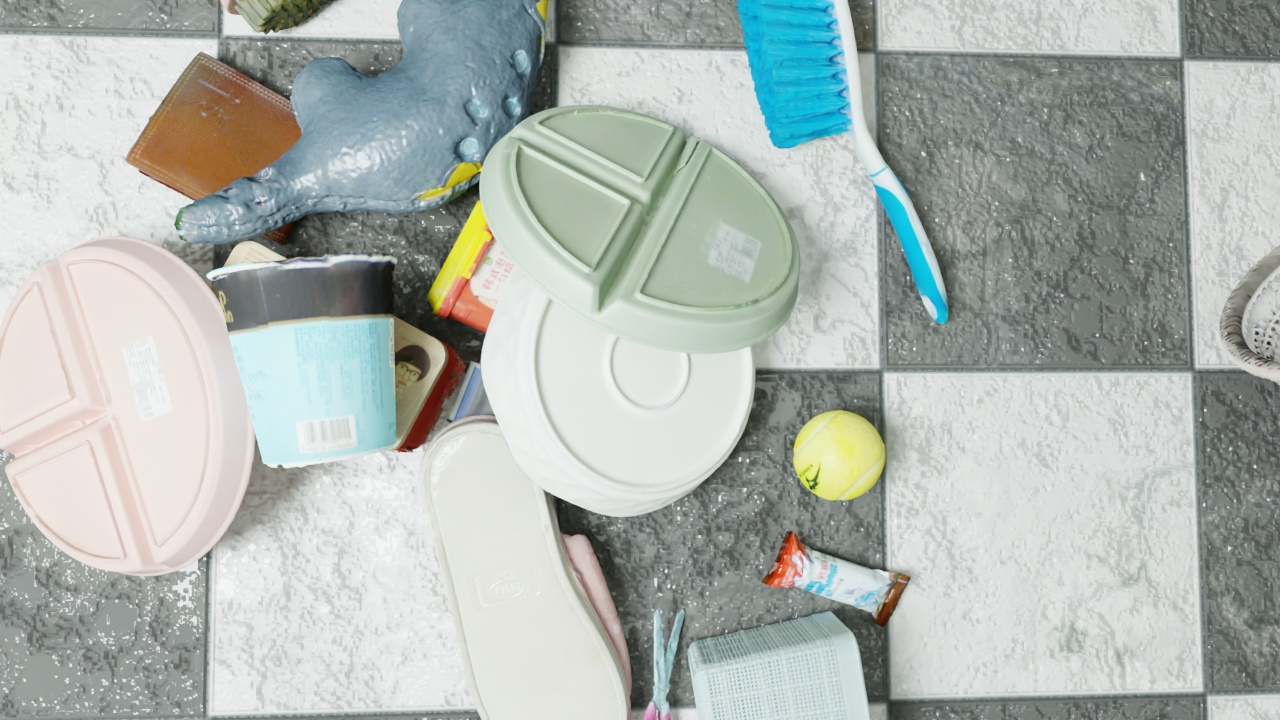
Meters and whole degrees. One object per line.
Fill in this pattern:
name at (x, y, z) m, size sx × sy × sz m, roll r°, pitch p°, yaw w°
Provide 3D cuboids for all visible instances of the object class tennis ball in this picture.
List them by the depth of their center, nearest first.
tennis ball at (0.144, 0.069, 0.666) m, size 0.065 × 0.065 × 0.065 m, roll 0°, pitch 87°, yaw -4°

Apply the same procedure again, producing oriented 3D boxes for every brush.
brush at (-0.241, -0.298, 0.664) m, size 0.145 × 0.063 × 0.073 m, roll -35°, pitch 94°, yaw -3°
brush at (0.150, -0.172, 0.689) m, size 0.109 × 0.060 × 0.314 m, roll -12°, pitch 90°, yaw -8°

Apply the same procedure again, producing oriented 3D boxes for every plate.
plate at (-0.351, 0.033, 0.606) m, size 0.230 × 0.028 × 0.229 m, roll 2°, pitch 95°, yaw 22°
plate at (0.007, -0.098, 0.613) m, size 0.230 × 0.028 × 0.229 m, roll 14°, pitch 45°, yaw -15°
plate at (-0.004, 0.004, 0.630) m, size 0.204 × 0.046 × 0.205 m, roll 2°, pitch 85°, yaw -27°

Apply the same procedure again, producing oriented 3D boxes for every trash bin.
trash bin at (0.568, 0.005, 0.637) m, size 0.227 × 0.227 × 0.192 m, roll -42°, pitch 103°, yaw -5°

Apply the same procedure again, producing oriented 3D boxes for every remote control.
remote control at (-0.076, 0.045, 0.674) m, size 0.125 × 0.024 × 0.049 m, roll 22°, pitch 85°, yaw -3°

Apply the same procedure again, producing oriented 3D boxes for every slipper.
slipper at (-0.081, 0.168, 0.650) m, size 0.114 × 0.054 × 0.274 m, roll -19°, pitch 98°, yaw 0°

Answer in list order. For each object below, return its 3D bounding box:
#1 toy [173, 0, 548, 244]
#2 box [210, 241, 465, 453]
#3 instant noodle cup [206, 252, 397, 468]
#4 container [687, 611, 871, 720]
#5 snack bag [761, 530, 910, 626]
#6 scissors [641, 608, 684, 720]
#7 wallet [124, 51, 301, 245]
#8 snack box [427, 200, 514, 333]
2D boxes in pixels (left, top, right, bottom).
toy at (-0.156, -0.181, 0.641) m, size 0.138 × 0.091 × 0.356 m, roll 46°, pitch 79°, yaw -12°
box at (-0.214, -0.008, 0.650) m, size 0.168 × 0.077 × 0.091 m, roll 28°, pitch 86°, yaw 4°
instant noodle cup at (-0.197, 0.001, 0.563) m, size 0.111 × 0.111 × 0.120 m, roll -7°, pitch 93°, yaw -4°
container at (0.095, 0.236, 0.643) m, size 0.111 × 0.090 × 0.090 m, roll -9°, pitch 87°, yaw -2°
snack bag at (0.145, 0.162, 0.681) m, size 0.104 × 0.026 × 0.048 m, roll 23°, pitch 98°, yaw -2°
scissors at (0.020, 0.247, 0.665) m, size 0.093 × 0.017 × 0.137 m, roll 38°, pitch 60°, yaw -40°
wallet at (-0.291, -0.155, 0.668) m, size 0.124 × 0.032 × 0.101 m, roll 28°, pitch 83°, yaw -3°
snack box at (-0.098, -0.059, 0.652) m, size 0.080 × 0.082 × 0.091 m, roll 29°, pitch 84°, yaw -12°
